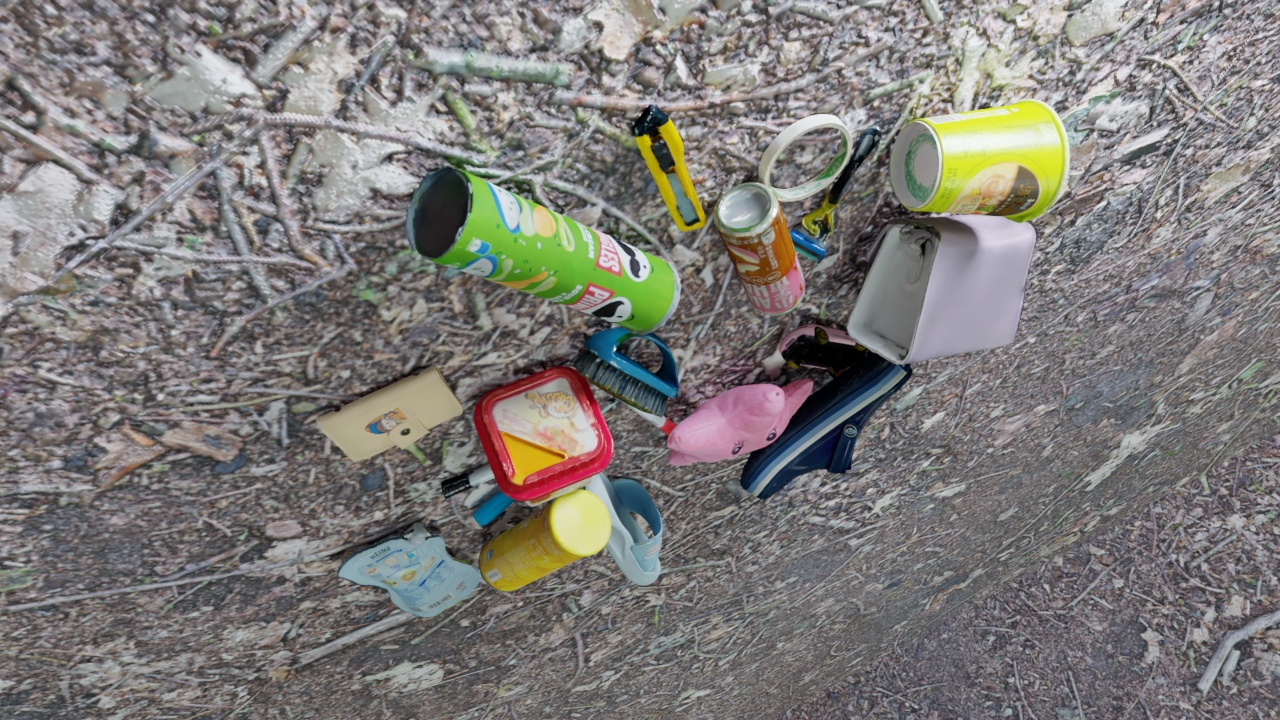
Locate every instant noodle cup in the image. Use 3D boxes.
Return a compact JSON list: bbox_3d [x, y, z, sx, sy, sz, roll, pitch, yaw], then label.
[{"bbox_3d":[-0.093,0.084,0.909,0.116,0.116,0.124,-21,159,-10],"label":"instant noodle cup"},{"bbox_3d":[0.298,-0.178,0.831,0.123,0.111,0.112,-6,143,-17],"label":"instant noodle cup"}]

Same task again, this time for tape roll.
[{"bbox_3d":[0.144,-0.175,0.798,0.085,0.014,0.086,-19,146,-13],"label":"tape roll"}]

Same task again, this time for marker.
[{"bbox_3d":[-0.153,0.114,0.985,0.130,0.018,0.023,-25,138,-4],"label":"marker"},{"bbox_3d":[0.006,0.056,1.019,0.017,0.017,0.145,-34,147,10],"label":"marker"}]

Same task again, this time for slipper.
[{"bbox_3d":[0.231,0.085,1.108,0.253,0.095,0.105,-44,-179,23],"label":"slipper"},{"bbox_3d":[-0.018,0.184,1.106,0.074,0.104,0.245,-26,141,0],"label":"slipper"}]

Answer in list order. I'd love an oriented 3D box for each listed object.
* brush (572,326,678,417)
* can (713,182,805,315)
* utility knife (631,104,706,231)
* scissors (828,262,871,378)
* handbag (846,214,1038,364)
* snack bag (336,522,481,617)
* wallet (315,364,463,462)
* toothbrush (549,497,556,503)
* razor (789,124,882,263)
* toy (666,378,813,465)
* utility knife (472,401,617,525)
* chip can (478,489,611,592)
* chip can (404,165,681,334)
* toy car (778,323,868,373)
[{"bbox_3d":[-0.005,0.005,0.909,0.073,0.055,0.143,-57,143,3],"label":"brush"},{"bbox_3d":[0.112,-0.099,0.841,0.058,0.058,0.147,-30,147,4],"label":"can"},{"bbox_3d":[0.028,-0.150,0.747,0.033,0.015,0.156,-27,148,5],"label":"utility knife"},{"bbox_3d":[0.253,-0.041,1.058,0.153,0.021,0.234,-36,147,15],"label":"scissors"},{"bbox_3d":[0.322,-0.083,0.966,0.196,0.098,0.145,-9,125,-37],"label":"handbag"},{"bbox_3d":[-0.264,0.248,1.073,0.110,0.038,0.191,-22,146,1],"label":"snack bag"},{"bbox_3d":[-0.225,0.053,0.842,0.115,0.024,0.087,-26,149,-5],"label":"wallet"},{"bbox_3d":[-0.105,0.167,1.089,0.017,0.016,0.188,-3,145,-17],"label":"toothbrush"},{"bbox_3d":[0.182,-0.157,0.847,0.042,0.022,0.143,27,128,0],"label":"razor"},{"bbox_3d":[0.110,0.069,1.049,0.194,0.074,0.179,-18,163,-27],"label":"toy"},{"bbox_3d":[-0.107,0.115,1.018,0.225,0.018,0.034,-41,165,18],"label":"utility knife"},{"bbox_3d":[-0.113,0.209,1.036,0.072,0.072,0.214,-3,158,-34],"label":"chip can"},{"bbox_3d":[-0.068,-0.080,0.724,0.072,0.072,0.235,-44,144,24],"label":"chip can"},{"bbox_3d":[0.207,-0.016,1.043,0.122,0.037,0.056,9,140,-39],"label":"toy car"}]
